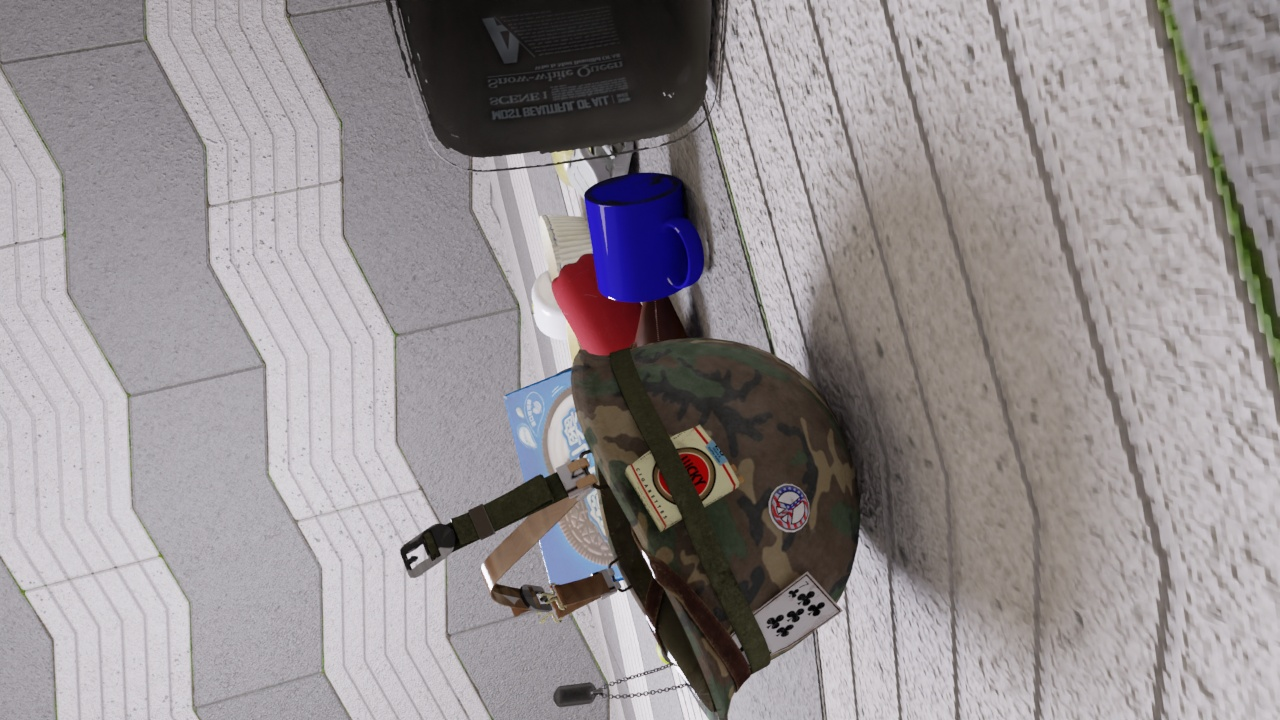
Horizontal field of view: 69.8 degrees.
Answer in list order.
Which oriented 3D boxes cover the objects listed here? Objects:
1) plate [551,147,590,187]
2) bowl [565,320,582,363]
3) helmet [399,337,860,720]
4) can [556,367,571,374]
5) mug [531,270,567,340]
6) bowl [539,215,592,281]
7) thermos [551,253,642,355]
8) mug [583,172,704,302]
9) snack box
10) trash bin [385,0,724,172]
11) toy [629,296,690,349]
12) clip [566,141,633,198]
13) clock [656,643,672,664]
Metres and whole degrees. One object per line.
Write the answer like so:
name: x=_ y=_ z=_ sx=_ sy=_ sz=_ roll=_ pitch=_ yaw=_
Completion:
plate: x=-0.089 y=-0.271 z=1.074 sx=0.184 sy=0.036 sz=0.184 roll=171 pitch=91 yaw=-83
bowl: x=-0.040 y=-0.001 z=1.115 sx=0.118 sy=0.074 sz=0.118 roll=166 pitch=91 yaw=-80
helmet: x=0.008 y=0.095 z=0.521 sx=0.193 sy=0.236 sz=0.224 roll=84 pitch=179 yaw=-60
can: x=-0.074 y=0.051 z=1.320 sx=0.090 sy=0.089 sz=0.074 roll=-136 pitch=34 yaw=-71
mug: x=-0.107 y=-0.092 z=1.320 sx=0.068 sy=0.094 sz=0.115 roll=92 pitch=-176 yaw=-53
bowl: x=-0.094 y=-0.146 z=1.243 sx=0.115 sy=0.062 sz=0.115 roll=165 pitch=91 yaw=-80
thermos: x=-0.005 y=0.005 z=0.901 sx=0.239 sy=0.073 sz=0.073 roll=60 pitch=165 yaw=18
mug: x=0.009 y=-0.098 z=0.751 sx=0.111 sy=0.079 sz=0.084 roll=25 pitch=133 yaw=45
snack box: x=-0.040 y=0.121 z=1.008 sx=0.056 sy=0.196 sz=0.238 roll=-5 pitch=-103 yaw=-55
trash bin: x=-0.067 y=-0.279 z=0.613 sx=0.198 sy=0.197 sz=0.219 roll=87 pitch=171 yaw=-52
toy: x=0.021 y=-0.028 z=0.830 sx=0.090 sy=0.071 sz=0.103 roll=19 pitch=-115 yaw=-80
clip: x=-0.044 y=-0.182 z=0.923 sx=0.125 sy=0.089 sz=0.150 roll=179 pitch=87 yaw=-82
clock: x=0.057 y=0.280 z=0.944 sx=0.057 sy=0.083 sz=0.119 roll=-108 pitch=13 yaw=-51
